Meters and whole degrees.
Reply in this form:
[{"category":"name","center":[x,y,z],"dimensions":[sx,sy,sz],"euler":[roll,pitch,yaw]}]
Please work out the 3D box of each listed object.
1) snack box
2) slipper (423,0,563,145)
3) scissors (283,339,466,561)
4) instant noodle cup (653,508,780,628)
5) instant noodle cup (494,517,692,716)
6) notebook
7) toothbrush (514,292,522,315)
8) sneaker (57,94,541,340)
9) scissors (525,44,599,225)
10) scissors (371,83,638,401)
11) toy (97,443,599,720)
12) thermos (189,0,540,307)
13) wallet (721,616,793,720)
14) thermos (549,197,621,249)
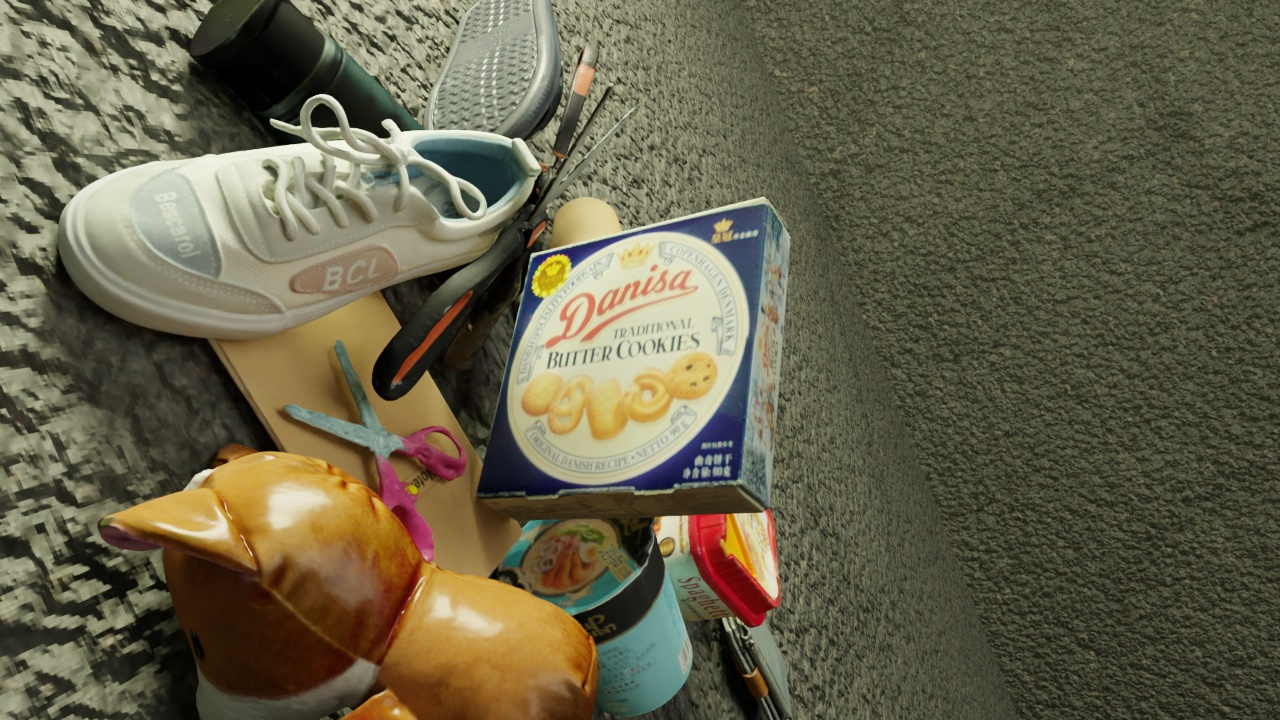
[{"category":"snack box","center":[-0.003,0.003,0.560],"dimensions":[0.046,0.178,0.182],"euler":[39,51,-48]},{"category":"slipper","center":[-0.102,-0.226,0.752],"dimensions":[0.083,0.111,0.267],"euler":[54,22,-40]},{"category":"scissors","center":[-0.135,0.047,0.497],"dimensions":[0.133,0.017,0.134],"euler":[64,23,10]},{"category":"instant noodle cup","center":[0.029,0.144,0.699],"dimensions":[0.116,0.124,0.116],"euler":[51,27,-36]},{"category":"instant noodle cup","center":[-0.022,0.166,0.604],"dimensions":[0.111,0.111,0.120],"euler":[-76,148,-56]},{"category":"notebook","center":[-0.144,0.043,0.513],"dimensions":[0.207,0.008,0.147],"euler":[61,20,-8]},{"category":"toothbrush","center":[-0.077,0.024,0.707],"dimensions":[0.017,0.016,0.187],"euler":[7,64,-55]},{"category":"sneaker","center":[-0.145,-0.075,0.452],"dimensions":[0.241,0.091,0.089],"euler":[-22,85,-49]},{"category":"scissors","center":[-0.070,-0.158,0.738],"dimensions":[0.015,0.189,0.223],"euler":[19,19,-14]},{"category":"scissors","center":[-0.076,-0.056,0.527],"dimensions":[0.021,0.222,0.231],"euler":[39,54,1]},{"category":"toy","center":[-0.118,0.114,0.378],"dimensions":[0.199,0.130,0.140],"euler":[44,-6,-10]},{"category":"thermos","center":[-0.162,-0.130,0.579],"dimensions":[0.242,0.068,0.090],"euler":[46,9,-45]},{"category":"wallet","center":[0.106,0.279,0.885],"dimensions":[0.106,0.037,0.130],"euler":[-85,149,-68]},{"category":"thermos","center":[-0.044,-0.077,0.789],"dimensions":[0.093,0.093,0.143],"euler":[52,19,-37]}]
